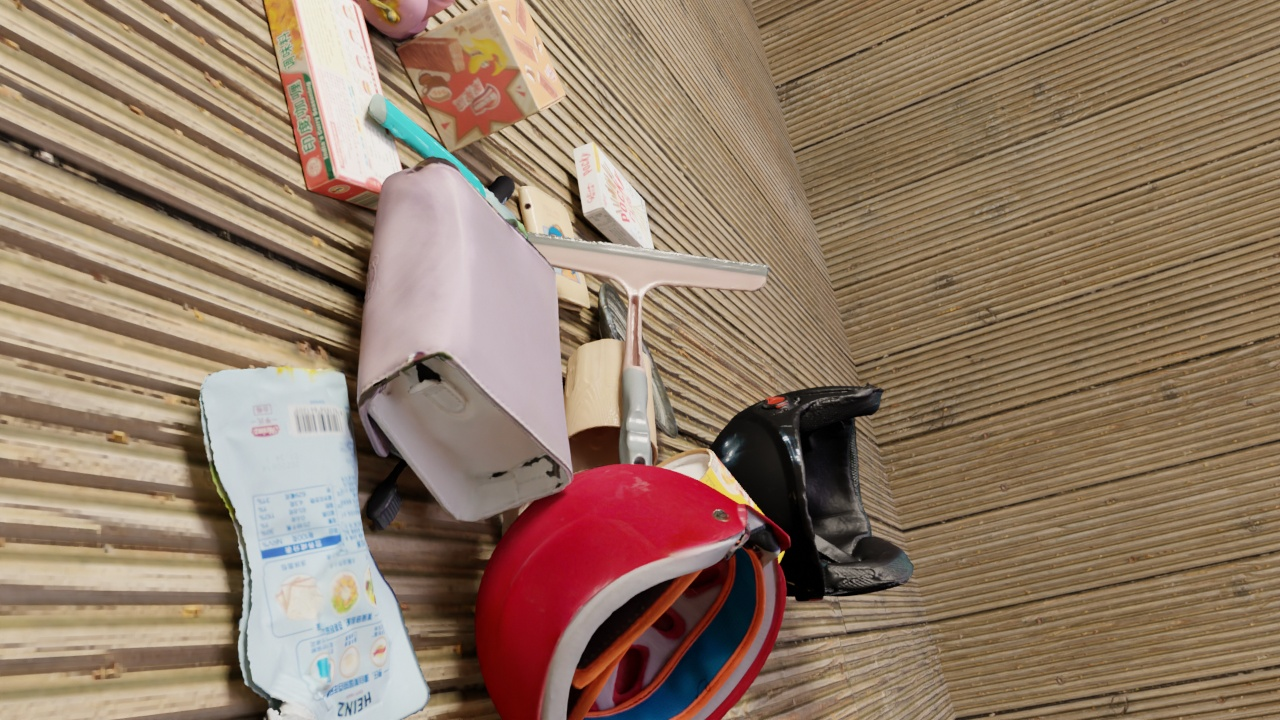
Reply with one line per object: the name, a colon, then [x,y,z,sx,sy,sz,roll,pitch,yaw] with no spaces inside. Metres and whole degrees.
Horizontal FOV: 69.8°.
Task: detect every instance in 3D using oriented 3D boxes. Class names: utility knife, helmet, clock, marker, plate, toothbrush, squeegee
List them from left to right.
clock: [-0.198,-0.313,0.713,0.117,0.060,0.158,63,23,-21]
toothbrush: [-0.140,0.049,0.612,0.188,0.014,0.018,-73,149,-59]
utility knife: [-0.145,-0.145,0.710,0.216,0.013,0.029,37,36,-63]
marker: [-0.134,-0.126,0.776,0.022,0.020,0.131,47,28,-17]
helmet: [-0.011,0.162,0.615,0.144,0.207,0.240,36,-4,35]
plate: [-0.009,0.003,0.954,0.179,0.024,0.179,-24,89,-82]
squeegee: [-0.005,0.004,0.769,0.040,0.247,0.249,109,-15,-50]
helmet: [0.177,0.153,1.044,0.274,0.231,0.233,-9,87,-62]

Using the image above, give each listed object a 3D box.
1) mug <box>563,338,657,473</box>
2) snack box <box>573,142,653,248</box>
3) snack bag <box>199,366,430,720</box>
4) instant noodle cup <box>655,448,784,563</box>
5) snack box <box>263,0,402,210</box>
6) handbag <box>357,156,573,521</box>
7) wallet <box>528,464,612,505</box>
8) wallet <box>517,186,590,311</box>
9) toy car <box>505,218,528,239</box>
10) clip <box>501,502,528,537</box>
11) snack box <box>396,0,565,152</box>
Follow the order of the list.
mug: [-0.027,0.058,0.823,0.125,0.084,0.103,86,2,-47]
snack box: [-0.027,-0.175,1.050,0.156,0.027,0.084,36,40,-63]
snack bag: [-0.165,0.098,0.466,0.110,0.039,0.191,13,62,-73]
instant noodle cup: [0.048,0.156,0.853,0.110,0.138,0.137,57,23,-12]
snack box: [-0.206,-0.183,0.622,0.077,0.027,0.155,6,67,-68]
handbag: [-0.116,-0.018,0.583,0.145,0.098,0.196,61,13,-45]
wallet: [-0.047,0.140,0.728,0.124,0.032,0.101,-6,89,-63]
wallet: [-0.082,-0.106,0.892,0.087,0.024,0.115,10,62,-62]
toy car: [-0.106,-0.072,0.764,0.036,0.043,0.091,28,47,-63]
clip: [-0.081,0.093,0.651,0.103,0.093,0.034,59,21,-2]
snack box: [-0.132,-0.242,0.774,0.094,0.093,0.076,65,21,-18]
